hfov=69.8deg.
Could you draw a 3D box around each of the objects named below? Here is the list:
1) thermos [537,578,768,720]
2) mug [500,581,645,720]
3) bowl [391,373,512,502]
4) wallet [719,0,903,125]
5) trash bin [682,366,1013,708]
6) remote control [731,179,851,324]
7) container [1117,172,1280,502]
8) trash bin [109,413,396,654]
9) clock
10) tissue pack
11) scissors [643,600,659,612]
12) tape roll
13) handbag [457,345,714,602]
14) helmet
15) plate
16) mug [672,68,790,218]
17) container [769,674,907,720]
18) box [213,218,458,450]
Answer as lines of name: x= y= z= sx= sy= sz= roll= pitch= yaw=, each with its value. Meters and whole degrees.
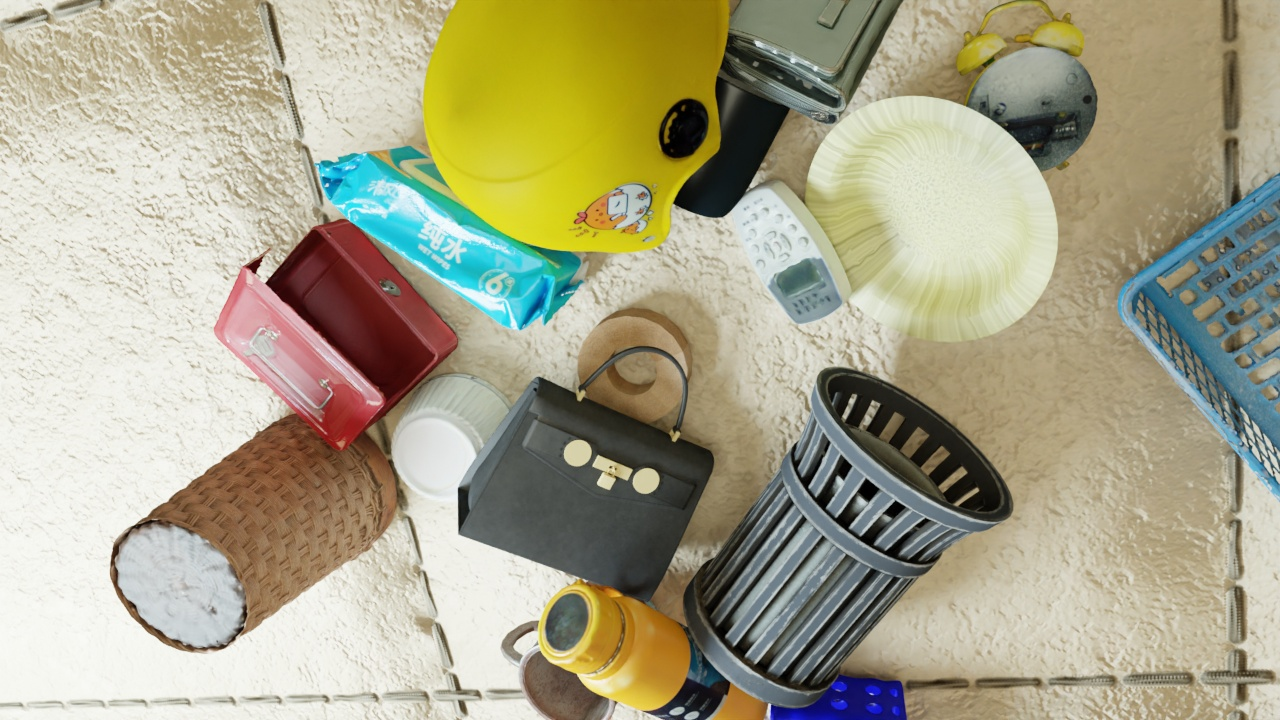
thermos: x=0.009 y=0.245 z=0.748 sx=0.232 sy=0.091 sz=0.076 roll=39 pitch=75 yaw=-40
mug: x=-0.060 y=0.256 z=0.820 sx=0.123 sy=0.110 sz=0.096 roll=13 pitch=109 yaw=18
bowl: x=-0.169 y=0.075 z=0.812 sx=0.115 sy=0.062 sz=0.115 roll=4 pitch=108 yaw=12
wallet: x=0.119 y=-0.236 z=0.620 sx=0.100 sy=0.054 sz=0.131 roll=28 pitch=69 yaw=0
trash bin: x=0.146 y=0.145 z=0.715 sx=0.164 sy=0.164 sz=0.228 roll=32 pitch=115 yaw=1
remote control: x=0.115 y=-0.084 z=0.705 sx=0.060 sy=0.028 sz=0.114 roll=-23 pitch=102 yaw=41
container: x=0.530 y=-0.069 z=0.590 sx=0.363 sy=0.089 sz=0.257 roll=-41 pitch=95 yaw=21
trash bin: x=-0.326 y=0.149 z=0.794 sx=0.151 sy=0.209 sz=0.151 roll=4 pitch=109 yaw=12
clock: x=0.263 y=-0.185 z=0.630 sx=0.083 sy=0.057 sz=0.119 roll=-6 pitch=106 yaw=15
tissue pack: x=-0.142 y=-0.104 z=0.720 sx=0.209 sy=0.116 sz=0.066 roll=33 pitch=109 yaw=2
scissors: x=0.022 y=0.272 z=0.859 sx=0.178 sy=0.016 sz=0.101 roll=38 pitch=112 yaw=-2
tape roll: x=-0.005 y=0.004 z=0.770 sx=0.094 sy=0.027 sz=0.094 roll=4 pitch=108 yaw=12
handbag: x=-0.027 y=0.075 z=0.751 sx=0.175 sy=0.072 sz=0.196 roll=25 pitch=107 yaw=-20
helmet: x=-0.060 y=-0.185 z=0.610 sx=0.209 sy=0.139 sz=0.241 roll=45 pitch=128 yaw=28
plate: x=0.208 y=-0.103 z=0.655 sx=0.184 sy=0.036 sz=0.185 roll=27 pitch=137 yaw=29
mug: x=0.038 y=-0.173 z=0.679 sx=0.121 sy=0.085 sz=0.095 roll=41 pitch=118 yaw=28
container: x=0.172 y=0.327 z=0.805 sx=0.114 sy=0.084 sz=0.085 roll=3 pitch=107 yaw=11
box: x=-0.260 y=-0.023 z=0.793 sx=0.157 sy=0.126 sz=0.137 roll=47 pitch=132 yaw=-8
